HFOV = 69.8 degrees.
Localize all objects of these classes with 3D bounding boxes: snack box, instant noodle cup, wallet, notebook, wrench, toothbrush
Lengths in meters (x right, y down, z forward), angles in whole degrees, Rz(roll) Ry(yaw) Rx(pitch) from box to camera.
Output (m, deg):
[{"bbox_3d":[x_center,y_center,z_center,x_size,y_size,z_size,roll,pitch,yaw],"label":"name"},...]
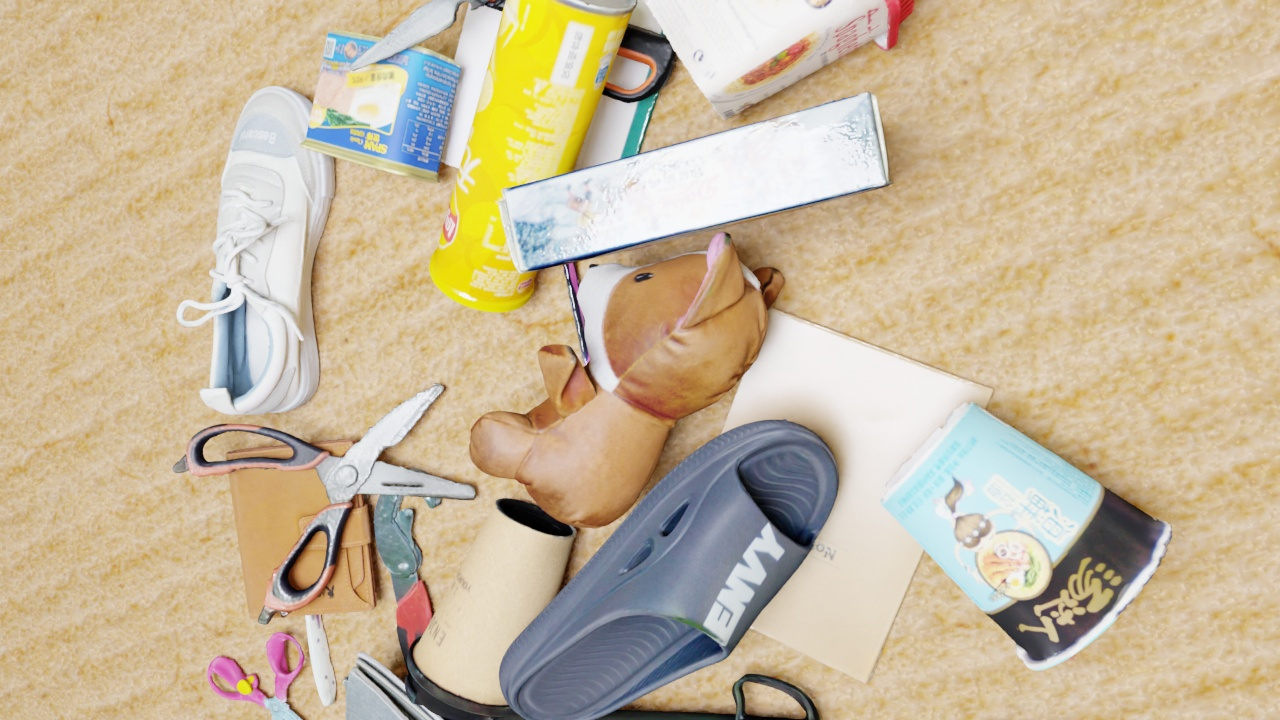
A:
[{"bbox_3d":[0.042,-0.095,0.502,0.183,0.177,0.046,-11,97,18],"label":"snack box"},{"bbox_3d":[0.074,-0.206,0.513,0.124,0.116,0.116,-33,85,15],"label":"instant noodle cup"},{"bbox_3d":[-0.256,0.128,0.697,0.108,0.031,0.132,-5,94,8],"label":"wallet"},{"bbox_3d":[0.203,0.090,0.512,0.120,0.111,0.111,40,106,13],"label":"instant noodle cup"},{"bbox_3d":[-0.051,-0.213,0.612,0.150,0.012,0.209,22,103,13],"label":"notebook"},{"bbox_3d":[-0.163,0.217,0.695,0.056,0.016,0.273,-6,94,19],"label":"wrench"},{"bbox_3d":[-0.175,0.278,0.670,0.106,0.036,0.130,35,132,24],"label":"wallet"},{"bbox_3d":[-0.048,-0.052,0.624,0.018,0.014,0.189,-6,99,28],"label":"toothbrush"},{"bbox_3d":[0.115,0.087,0.593,0.148,0.008,0.208,22,102,15],"label":"notebook"},{"bbox_3d":[-0.268,0.183,0.726,0.017,0.016,0.187,-10,93,27],"label":"toothbrush"}]

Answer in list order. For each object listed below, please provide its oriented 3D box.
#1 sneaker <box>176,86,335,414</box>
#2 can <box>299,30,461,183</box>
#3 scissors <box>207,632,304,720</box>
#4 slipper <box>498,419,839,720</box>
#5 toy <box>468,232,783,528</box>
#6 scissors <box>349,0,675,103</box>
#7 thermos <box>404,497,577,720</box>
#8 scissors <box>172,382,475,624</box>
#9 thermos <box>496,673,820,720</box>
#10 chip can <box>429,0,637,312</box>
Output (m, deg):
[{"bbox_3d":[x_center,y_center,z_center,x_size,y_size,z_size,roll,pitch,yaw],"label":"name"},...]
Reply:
[{"bbox_3d":[-0.282,-0.078,0.663,0.089,0.090,0.242,6,97,16],"label":"sneaker"},{"bbox_3d":[-0.177,-0.174,0.628,0.102,0.057,0.083,20,100,28],"label":"can"},{"bbox_3d":[-0.295,0.273,0.744,0.133,0.017,0.135,32,109,11],"label":"scissors"},{"bbox_3d":[0.024,0.152,0.555,0.268,0.083,0.110,-45,124,13],"label":"slipper"},{"bbox_3d":[-0.003,0.003,0.554,0.200,0.140,0.130,-41,80,17],"label":"toy"},{"bbox_3d":[-0.073,-0.239,0.574,0.221,0.021,0.232,38,94,-3],"label":"scissors"},{"bbox_3d":[-0.099,0.172,0.634,0.093,0.093,0.143,24,96,14],"label":"thermos"},{"bbox_3d":[-0.232,0.088,0.670,0.189,0.015,0.223,40,91,2],"label":"scissors"},{"bbox_3d":[0.001,0.261,0.625,0.243,0.068,0.090,-7,75,17],"label":"thermos"},{"bbox_3d":[-0.071,-0.130,0.557,0.072,0.071,0.214,35,128,12],"label":"chip can"}]
